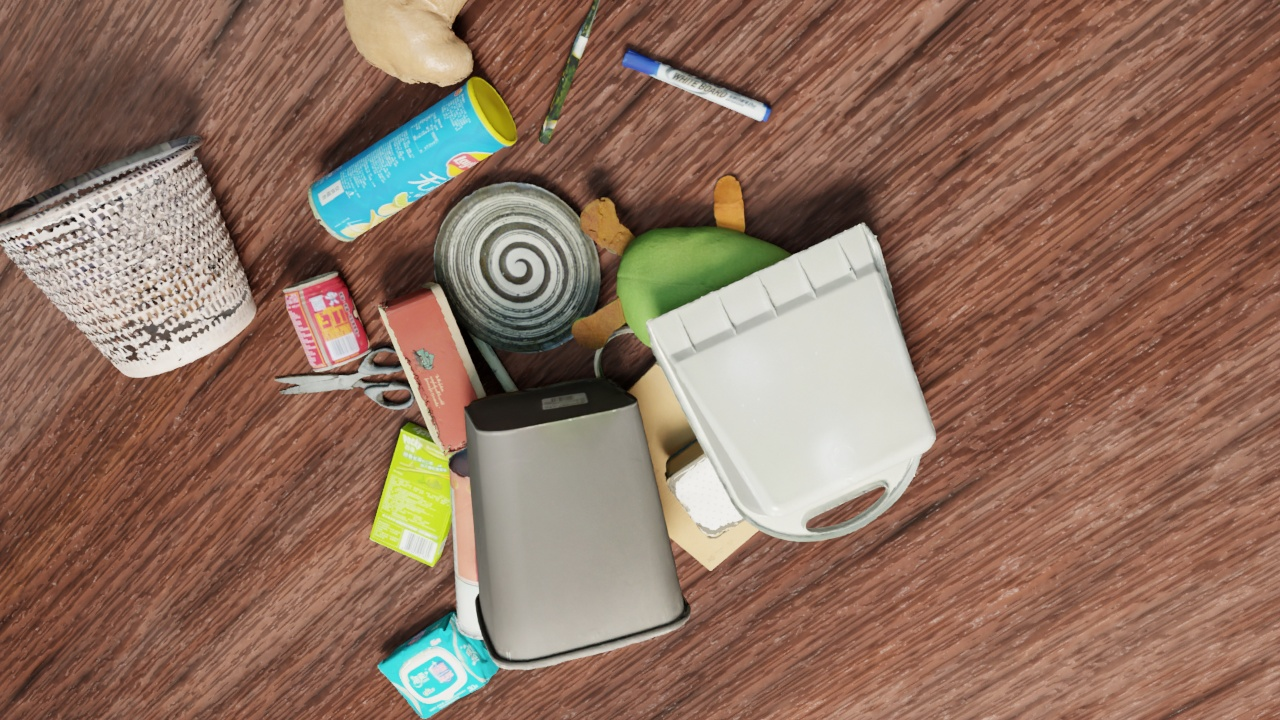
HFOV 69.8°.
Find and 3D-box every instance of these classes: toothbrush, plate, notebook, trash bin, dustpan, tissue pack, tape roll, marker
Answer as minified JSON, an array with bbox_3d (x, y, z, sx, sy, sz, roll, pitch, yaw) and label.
[{"bbox_3d":[-0.061,-0.292,0.868,0.012,0.017,0.186,28,112,8],"label":"toothbrush"},{"bbox_3d":[-0.125,-0.094,0.947,0.179,0.024,0.179,4,108,12],"label":"plate"},{"bbox_3d":[-0.139,0.030,0.996,0.189,0.029,0.020,58,150,-9],"label":"toothbrush"},{"bbox_3d":[0.048,0.118,0.981,0.211,0.012,0.150,41,113,-8],"label":"notebook"},{"bbox_3d":[-0.510,-0.099,0.942,0.228,0.226,0.192,-13,118,16],"label":"trash bin"},{"bbox_3d":[0.157,0.046,0.864,0.222,0.142,0.257,-25,83,-1],"label":"dustpan"},{"bbox_3d":[-0.248,0.374,1.120,0.134,0.050,0.093,-36,99,21],"label":"tissue pack"},{"bbox_3d":[-0.073,0.144,0.893,0.198,0.199,0.220,-10,101,-16],"label":"trash bin"},{"bbox_3d":[-0.006,0.006,0.960,0.086,0.013,0.086,4,109,11],"label":"tape roll"},{"bbox_3d":[0.053,-0.256,0.856,0.146,0.016,0.017,23,112,4],"label":"marker"}]

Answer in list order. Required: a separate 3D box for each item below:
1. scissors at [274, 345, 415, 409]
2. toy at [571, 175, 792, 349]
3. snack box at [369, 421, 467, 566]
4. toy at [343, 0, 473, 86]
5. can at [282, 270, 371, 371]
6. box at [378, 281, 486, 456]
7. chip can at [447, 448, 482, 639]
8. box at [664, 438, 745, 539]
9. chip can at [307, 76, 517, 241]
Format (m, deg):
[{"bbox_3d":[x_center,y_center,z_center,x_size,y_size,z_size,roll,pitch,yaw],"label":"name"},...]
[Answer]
[{"bbox_3d":[-0.332,0.031,1.040,0.146,0.014,0.172,46,112,-4],"label":"scissors"},{"bbox_3d":[0.058,-0.067,0.882,0.247,0.090,0.227,9,96,6],"label":"toy"},{"bbox_3d":[-0.253,0.155,1.058,0.086,0.026,0.157,22,112,3],"label":"snack box"},{"bbox_3d":[-0.194,-0.370,0.842,0.143,0.082,0.226,23,109,-2],"label":"toy"},{"bbox_3d":[-0.338,-0.043,0.987,0.067,0.066,0.094,-14,105,16],"label":"can"},{"bbox_3d":[-0.219,0.011,0.957,0.080,0.091,0.168,-24,104,-16],"label":"box"},{"bbox_3d":[-0.176,0.204,1.025,0.071,0.071,0.215,6,114,10],"label":"chip can"},{"bbox_3d":[0.117,0.094,0.921,0.184,0.061,0.090,-33,101,4],"label":"box"},{"bbox_3d":[-0.227,-0.196,0.909,0.211,0.071,0.071,-26,101,20],"label":"chip can"}]
